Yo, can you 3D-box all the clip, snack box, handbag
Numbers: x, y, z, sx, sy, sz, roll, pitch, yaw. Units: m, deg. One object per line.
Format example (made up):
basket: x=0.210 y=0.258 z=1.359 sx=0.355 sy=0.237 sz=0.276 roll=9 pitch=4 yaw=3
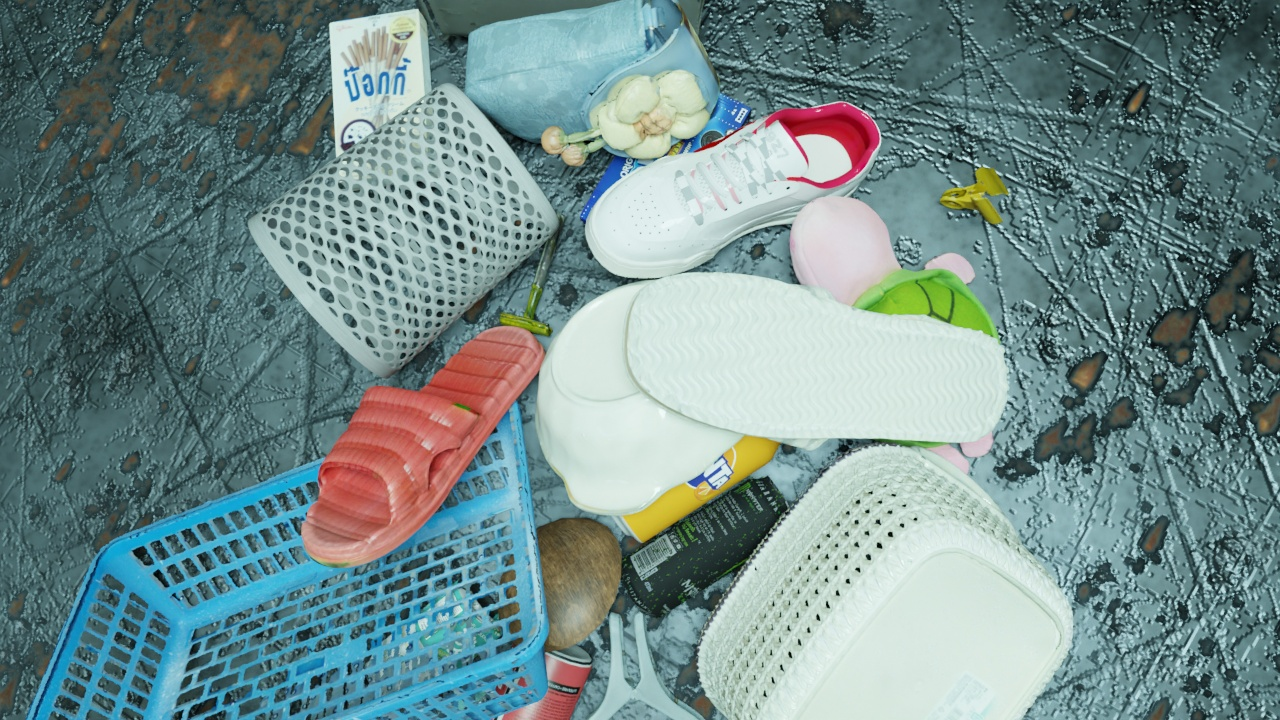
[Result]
clip: x=-0.025 y=0.292 z=0.701 sx=0.164 sy=0.031 sz=0.172 roll=-28 pitch=79 yaw=-1
snack box: x=0.021 y=-0.162 z=0.765 sx=0.082 sy=0.027 sz=0.150 roll=28 pitch=85 yaw=9
snack box: x=-0.224 y=-0.227 z=0.799 sx=0.082 sy=0.026 sz=0.150 roll=-6 pitch=81 yaw=5
clip: x=0.267 y=-0.129 z=0.729 sx=0.046 sy=0.054 sz=0.048 roll=-40 pitch=57 yaw=19
handbag: x=-0.039 y=-0.208 z=0.709 sx=0.192 sy=0.121 sz=0.118 roll=-2 pitch=77 yaw=19

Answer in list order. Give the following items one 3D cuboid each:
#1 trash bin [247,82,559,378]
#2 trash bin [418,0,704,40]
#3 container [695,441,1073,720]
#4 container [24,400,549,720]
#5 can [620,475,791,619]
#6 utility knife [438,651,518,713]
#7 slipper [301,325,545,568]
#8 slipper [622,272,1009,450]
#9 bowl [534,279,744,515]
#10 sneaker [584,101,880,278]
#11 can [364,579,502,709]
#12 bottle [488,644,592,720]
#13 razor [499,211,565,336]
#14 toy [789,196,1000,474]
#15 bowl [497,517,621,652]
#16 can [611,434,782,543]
trash bin: x=-0.175 y=-0.104 z=0.713 sx=0.183 sy=0.156 sz=0.156 roll=-39 pitch=80 yaw=-4
trash bin: x=-0.048 y=-0.355 z=0.725 sx=0.220 sy=0.197 sz=0.197 roll=11 pitch=81 yaw=1
container: x=0.164 y=0.191 z=0.620 sx=0.184 sy=0.143 sz=0.252 roll=35 pitch=96 yaw=-11
container: x=-0.232 y=0.186 z=0.651 sx=0.362 sy=0.089 sz=0.256 roll=-21 pitch=36 yaw=2
can: x=0.051 y=0.142 z=0.702 sx=0.137 sy=0.054 sz=0.054 roll=-33 pitch=80 yaw=0
utility knife: x=-0.114 y=0.236 z=0.684 sx=0.148 sy=0.015 sz=0.022 roll=-47 pitch=37 yaw=33
slipper: x=-0.162 y=0.043 z=0.672 sx=0.104 sy=0.059 sz=0.248 roll=5 pitch=42 yaw=32
slipper: x=0.120 y=0.003 z=0.621 sx=0.272 sy=0.054 sz=0.114 roll=10 pitch=81 yaw=-10
bowl: x=-0.004 y=0.004 z=0.679 sx=0.189 sy=0.060 sz=0.218 roll=2 pitch=54 yaw=28
sneaker: x=0.075 y=-0.138 z=0.684 sx=0.236 sy=0.104 sz=0.090 roll=-17 pitch=78 yaw=-17
can: x=-0.159 y=0.219 z=0.711 sx=0.101 sy=0.055 sz=0.055 roll=-39 pitch=80 yaw=-1
bottle: x=-0.098 y=0.296 z=0.690 sx=0.062 sy=0.062 sz=0.176 roll=23 pitch=84 yaw=8
razor: x=-0.082 y=-0.075 z=0.766 sx=0.042 sy=0.026 sz=0.105 roll=14 pitch=79 yaw=9
toy: x=0.193 y=-0.020 z=0.696 sx=0.190 sy=0.088 sz=0.238 roll=-31 pitch=91 yaw=-8
bowl: x=-0.066 y=0.161 z=0.692 sx=0.102 sy=0.026 sz=0.114 roll=-10 pitch=45 yaw=20
can: x=0.035 y=0.071 z=0.702 sx=0.142 sy=0.079 sz=0.079 roll=-33 pitch=80 yaw=0
